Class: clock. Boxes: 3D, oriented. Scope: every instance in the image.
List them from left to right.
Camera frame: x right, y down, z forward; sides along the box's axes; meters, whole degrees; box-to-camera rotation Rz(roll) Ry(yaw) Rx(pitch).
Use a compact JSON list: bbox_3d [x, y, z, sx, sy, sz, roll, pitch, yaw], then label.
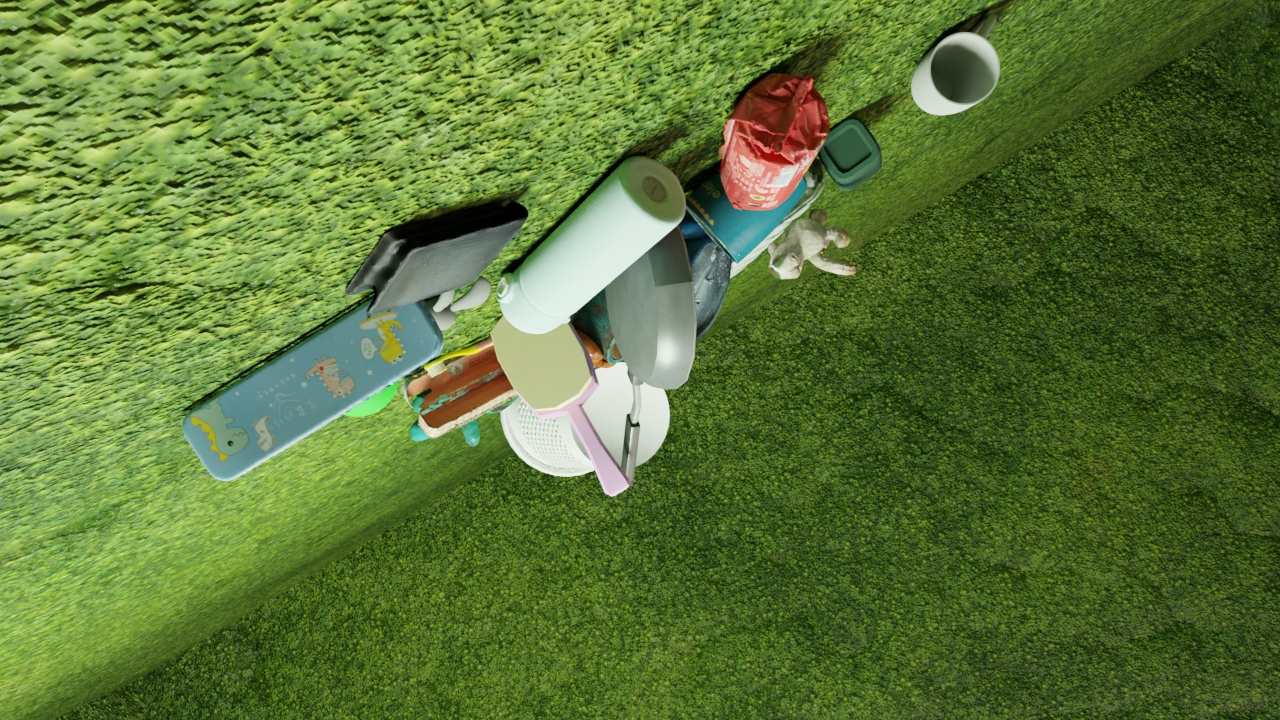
[{"bbox_3d":[-0.039,-0.047,1.066,0.158,0.073,0.121,-54,166,4],"label":"clock"},{"bbox_3d":[0.045,-0.096,0.989,0.116,0.060,0.162,-54,148,-27],"label":"clock"}]

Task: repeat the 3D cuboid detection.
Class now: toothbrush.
[{"bbox_3d":[-0.178,-0.017,1.026,0.135,0.016,0.021,-28,179,-24],"label":"toothbrush"}]

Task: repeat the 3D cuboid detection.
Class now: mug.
[{"bbox_3d":[0.104,-0.167,0.923,0.104,0.084,0.112,-42,-158,6],"label":"mug"},{"bbox_3d":[0.327,-0.305,0.946,0.107,0.071,0.089,-59,-177,2],"label":"mug"}]

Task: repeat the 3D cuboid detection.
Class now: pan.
[{"bbox_3d":[-0.005,0.005,0.908,0.041,0.178,0.358,-8,135,-15],"label":"pan"}]

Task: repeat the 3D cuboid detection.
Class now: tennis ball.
[{"bbox_3d":[-0.228,0.012,0.739,0.065,0.065,0.065,-31,175,-3],"label":"tennis ball"}]

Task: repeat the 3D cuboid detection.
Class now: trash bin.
[{"bbox_3d":[-0.064,0.067,1.212,0.195,0.195,0.200,-29,-168,-21],"label":"trash bin"}]

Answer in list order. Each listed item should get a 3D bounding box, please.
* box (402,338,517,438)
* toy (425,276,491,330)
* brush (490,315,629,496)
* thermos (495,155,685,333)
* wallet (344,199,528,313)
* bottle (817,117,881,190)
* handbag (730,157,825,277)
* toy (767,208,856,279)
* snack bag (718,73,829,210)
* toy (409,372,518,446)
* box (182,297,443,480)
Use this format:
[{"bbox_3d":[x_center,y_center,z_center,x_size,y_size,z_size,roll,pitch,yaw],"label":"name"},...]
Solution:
[{"bbox_3d":[-0.179,0.017,1.050,0.186,0.085,0.049,-30,170,-31],"label":"box"},{"bbox_3d":[-0.171,-0.039,0.775,0.049,0.030,0.112,-5,164,-43],"label":"toy"},{"bbox_3d":[-0.079,0.040,0.981,0.089,0.228,0.043,-30,167,-2],"label":"brush"},{"bbox_3d":[-0.049,-0.090,0.784,0.077,0.065,0.207,10,149,-36],"label":"thermos"},{"bbox_3d":[-0.141,-0.072,0.647,0.114,0.026,0.089,-26,172,-44],"label":"wallet"},{"bbox_3d":[0.247,-0.238,1.081,0.061,0.061,0.131,-34,174,15],"label":"bottle"},{"bbox_3d":[0.127,-0.162,1.086,0.138,0.072,0.195,-38,178,-23],"label":"handbag"},{"bbox_3d":[0.188,-0.119,1.036,0.105,0.085,0.074,-28,151,-30],"label":"toy"},{"bbox_3d":[0.108,-0.180,0.781,0.082,0.082,0.176,-31,175,-3],"label":"snack bag"},{"bbox_3d":[-0.204,0.036,1.119,0.192,0.072,0.131,-25,137,-46],"label":"toy"},{"bbox_3d":[-0.247,0.018,0.689,0.209,0.066,0.037,-31,179,6],"label":"box"}]
